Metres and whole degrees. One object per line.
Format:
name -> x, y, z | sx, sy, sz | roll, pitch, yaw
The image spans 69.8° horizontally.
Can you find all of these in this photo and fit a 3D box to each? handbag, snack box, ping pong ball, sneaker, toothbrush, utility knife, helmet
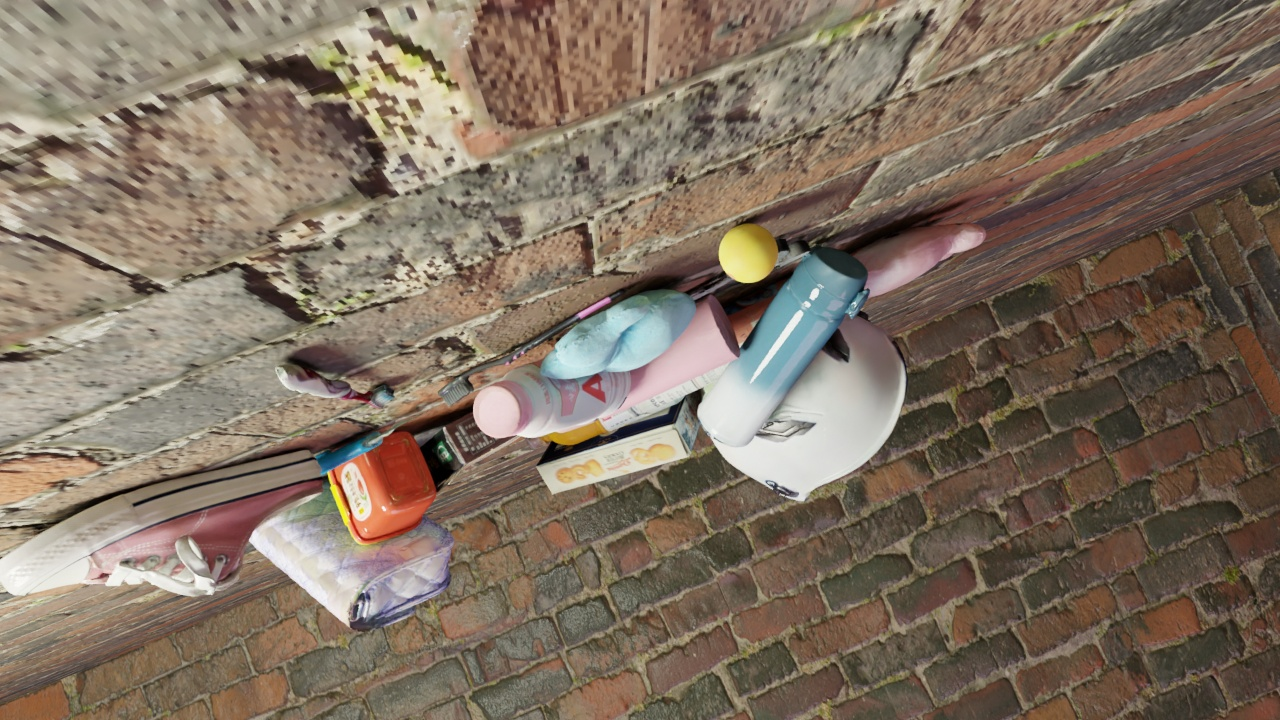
handbag -> -0.289, 0.192, 0.931 | 0.194, 0.076, 0.133 | 22, -157, 37
snack box -> -0.242, 0.118, 0.877 | 0.081, 0.091, 0.080 | -13, 161, -44
ping pong ball -> 0.074, -0.073, 0.628 | 0.040, 0.040, 0.040 | -22, 173, -3
sneaker -> -0.352, 0.141, 0.712 | 0.240, 0.088, 0.119 | -16, 171, -46
toothbrush -> -0.190, 0.017, 0.589 | 0.017, 0.016, 0.187 | -30, 173, -3
utility knife -> -0.272, 0.086, 0.829 | 0.205, 0.018, 0.034 | -25, -176, 16
snack box -> -0.015, 0.077, 1.104 | 0.178, 0.046, 0.182 | -18, -161, 21
snack box -> -0.167, 0.083, 0.920 | 0.125, 0.053, 0.113 | -28, 177, -33
toothbrush -> -0.087, -0.008, 0.712 | 0.190, 0.018, 0.014 | -27, 180, 25
helmet -> 0.157, 0.024, 1.022 | 0.229, 0.146, 0.259 | -63, -160, -4

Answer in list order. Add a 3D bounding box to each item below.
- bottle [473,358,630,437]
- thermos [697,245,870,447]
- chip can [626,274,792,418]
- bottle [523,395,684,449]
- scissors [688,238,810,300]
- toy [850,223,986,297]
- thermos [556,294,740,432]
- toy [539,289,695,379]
bottle -> -0.070, 0.027, 0.751 | 0.068, 0.068, 0.196 | -25, 177, 20
thermos -> 0.131, -0.010, 0.857 | 0.070, 0.070, 0.221 | -15, 147, -45
chip can -> 0.077, -0.015, 0.938 | 0.215, 0.071, 0.071 | -24, 172, 13
bottle -> -0.043, 0.047, 1.035 | 0.189, 0.068, 0.068 | -23, 173, 5
scissors -> 0.068, -0.064, 0.788 | 0.150, 0.014, 0.171 | -19, 172, -20
toy -> 0.266, -0.103, 0.928 | 0.159, 0.054, 0.121 | -19, 179, -20
thermos -> -0.005, 0.005, 0.879 | 0.199, 0.067, 0.087 | -26, -169, 19
toy -> -0.011, -0.021, 0.711 | 0.156, 0.050, 0.162 | -25, 171, -25
